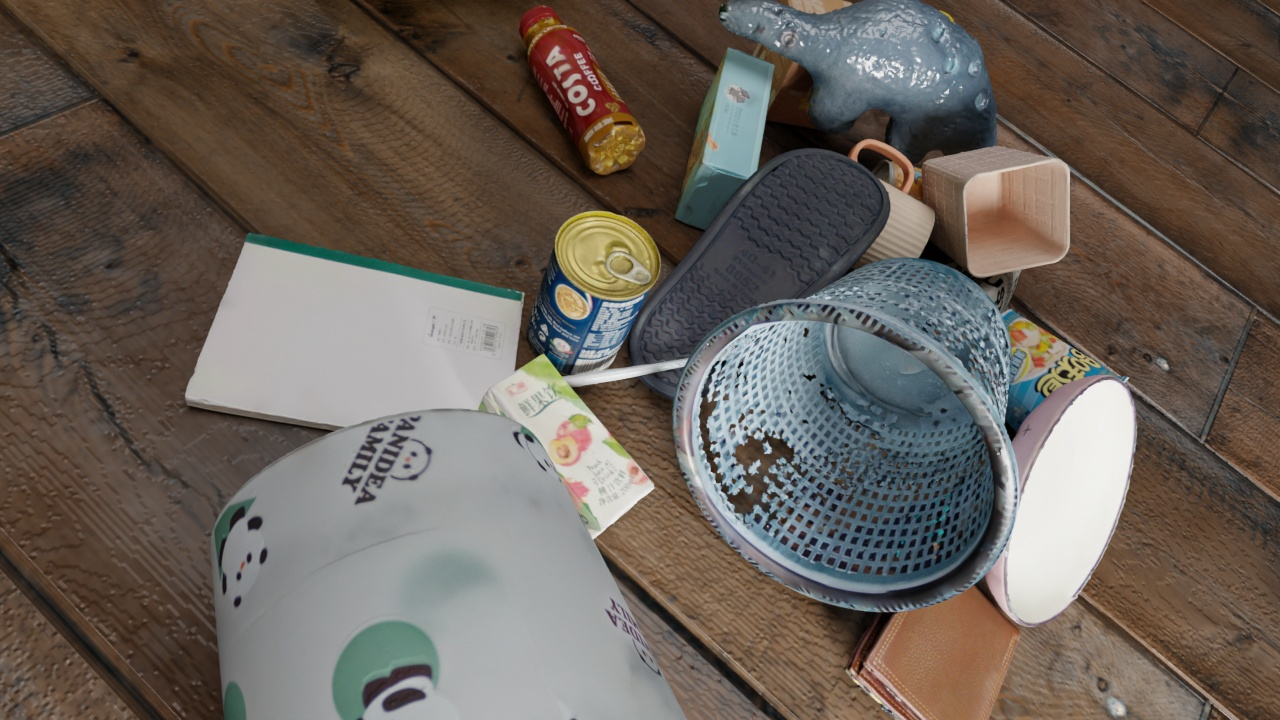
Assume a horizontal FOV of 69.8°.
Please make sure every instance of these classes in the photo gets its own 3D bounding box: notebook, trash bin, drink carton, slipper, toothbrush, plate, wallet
[{"bbox_3d":[-0.192,-0.013,0.656,0.209,0.012,0.150,12,53,-13],"label":"notebook"},{"bbox_3d":[0.165,0.028,0.650,0.226,0.227,0.194,40,40,9],"label":"trash bin"},{"bbox_3d":[-0.052,0.060,0.630,0.053,0.046,0.122,-36,81,-33],"label":"drink carton"},{"bbox_3d":[0.090,-0.069,0.756,0.110,0.083,0.267,44,75,5],"label":"slipper"},{"bbox_3d":[-0.004,0.004,0.681,0.180,0.016,0.016,-11,78,-6],"label":"toothbrush"},{"bbox_3d":[0.304,0.100,0.678,0.192,0.193,0.039,-28,31,-32],"label":"plate"},{"bbox_3d":[-0.091,0.177,0.443,0.229,0.230,0.251,-11,56,-26],"label":"trash bin"},{"bbox_3d":[0.209,0.201,0.640,0.101,0.032,0.124,44,55,-2],"label":"wallet"}]

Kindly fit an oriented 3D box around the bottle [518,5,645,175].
[{"bbox_3d":[-0.059,-0.251,0.837,0.057,0.058,0.175,-17,65,-29],"label":"bottle"}]

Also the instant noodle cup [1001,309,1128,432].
[{"bbox_3d":[0.334,0.016,0.781,0.099,0.099,0.110,-30,64,-33],"label":"instant noodle cup"}]

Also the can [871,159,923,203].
[{"bbox_3d":[0.295,-0.150,0.896,0.146,0.058,0.058,13,54,-11],"label":"can"}]

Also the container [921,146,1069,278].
[{"bbox_3d":[0.307,-0.137,0.809,0.090,0.090,0.110,-12,23,-1],"label":"container"}]

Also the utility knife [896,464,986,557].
[{"bbox_3d":[0.227,0.129,0.710,0.174,0.013,0.029,-33,75,-32],"label":"utility knife"}]

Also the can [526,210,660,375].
[{"bbox_3d":[-0.038,-0.045,0.673,0.075,0.111,0.075,9,57,-14],"label":"can"}]

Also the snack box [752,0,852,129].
[{"bbox_3d":[0.170,-0.304,0.932,0.077,0.095,0.092,5,56,-17],"label":"snack box"}]

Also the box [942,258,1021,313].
[{"bbox_3d":[0.284,-0.063,0.835,0.086,0.076,0.162,35,54,27],"label":"box"}]

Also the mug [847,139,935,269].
[{"bbox_3d":[0.205,-0.139,0.830,0.106,0.082,0.114,26,86,-4],"label":"mug"}]

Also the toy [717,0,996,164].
[{"bbox_3d":[0.239,-0.261,0.855,0.356,0.138,0.091,24,42,-22],"label":"toy"}]

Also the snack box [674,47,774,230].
[{"bbox_3d":[0.079,-0.203,0.844,0.051,0.074,0.174,18,53,-7],"label":"snack box"}]
